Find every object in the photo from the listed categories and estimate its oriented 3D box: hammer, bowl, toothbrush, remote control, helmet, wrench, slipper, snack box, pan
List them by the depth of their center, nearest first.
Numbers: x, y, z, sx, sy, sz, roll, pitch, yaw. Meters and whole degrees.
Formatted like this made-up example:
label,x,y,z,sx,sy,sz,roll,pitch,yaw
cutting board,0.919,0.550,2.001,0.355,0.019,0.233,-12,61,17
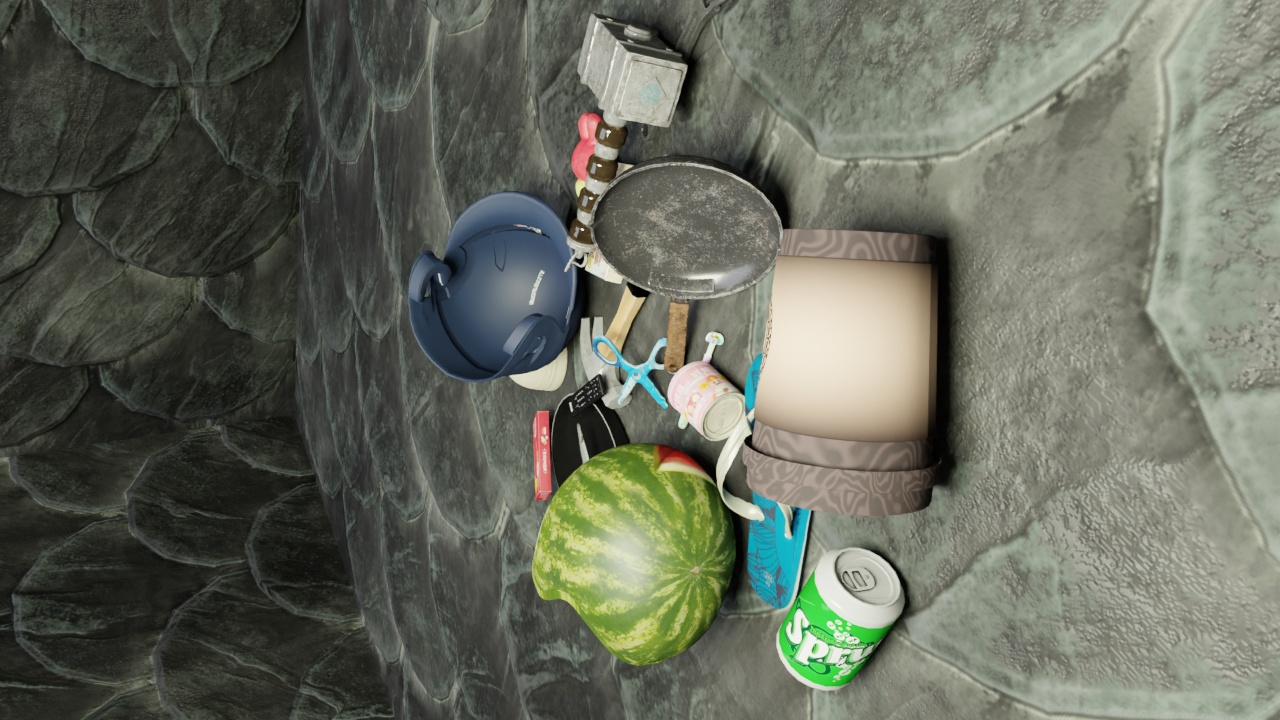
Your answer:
label,x,y,z,sx,sy,sz,roll,pitch,yaw
slipper,0.137,0.139,1.003,0.118,0.060,0.295,19,114,53
pan,0.047,-0.097,1.034,0.358,0.208,0.040,93,-175,-55
wrench,0.050,-0.362,1.064,0.073,0.018,0.274,65,147,27
helmet,0.002,0.220,1.096,0.247,0.213,0.243,23,98,59
toothbrush,0.071,0.028,1.126,0.015,0.022,0.155,-77,3,-52
hammer,-0.045,-0.247,1.134,0.176,0.079,0.327,-116,38,-51
snack box,-0.032,-0.181,1.194,0.082,0.026,0.150,32,111,63
hammer,-0.009,-0.083,1.215,0.131,0.039,0.329,62,144,32
remote control,-0.079,0.052,1.319,0.140,0.009,0.030,-37,65,62
helmet,-0.184,-0.109,1.329,0.232,0.222,0.273,28,117,19
pan,-0.092,0.206,1.429,0.225,0.034,0.357,57,142,36
bowl,-0.186,-0.020,1.491,0.151,0.075,0.151,23,117,56
snack box,-0.161,0.156,1.500,0.089,0.021,0.132,124,144,-70

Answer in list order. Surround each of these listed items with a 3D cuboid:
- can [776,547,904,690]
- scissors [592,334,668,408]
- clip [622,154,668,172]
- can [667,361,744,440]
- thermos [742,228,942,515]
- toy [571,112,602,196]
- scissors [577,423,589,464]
label,x,y,z,sx,sy,sz,roll,pitch,yaw
can,0.195,0.255,0.904,0.087,0.087,0.140,55,141,38
scissors,-0.008,0.007,1.208,0.140,0.011,0.134,38,128,8
clip,0.045,-0.187,1.030,0.165,0.164,0.032,35,125,28
can,0.078,0.046,1.070,0.076,0.067,0.067,45,134,45
thermos,0.180,0.003,0.799,0.173,0.172,0.226,15,104,58
toy,-0.065,-0.270,1.251,0.092,0.045,0.135,36,133,48
scissors,-0.074,0.207,1.352,0.230,0.016,0.225,-34,68,55
